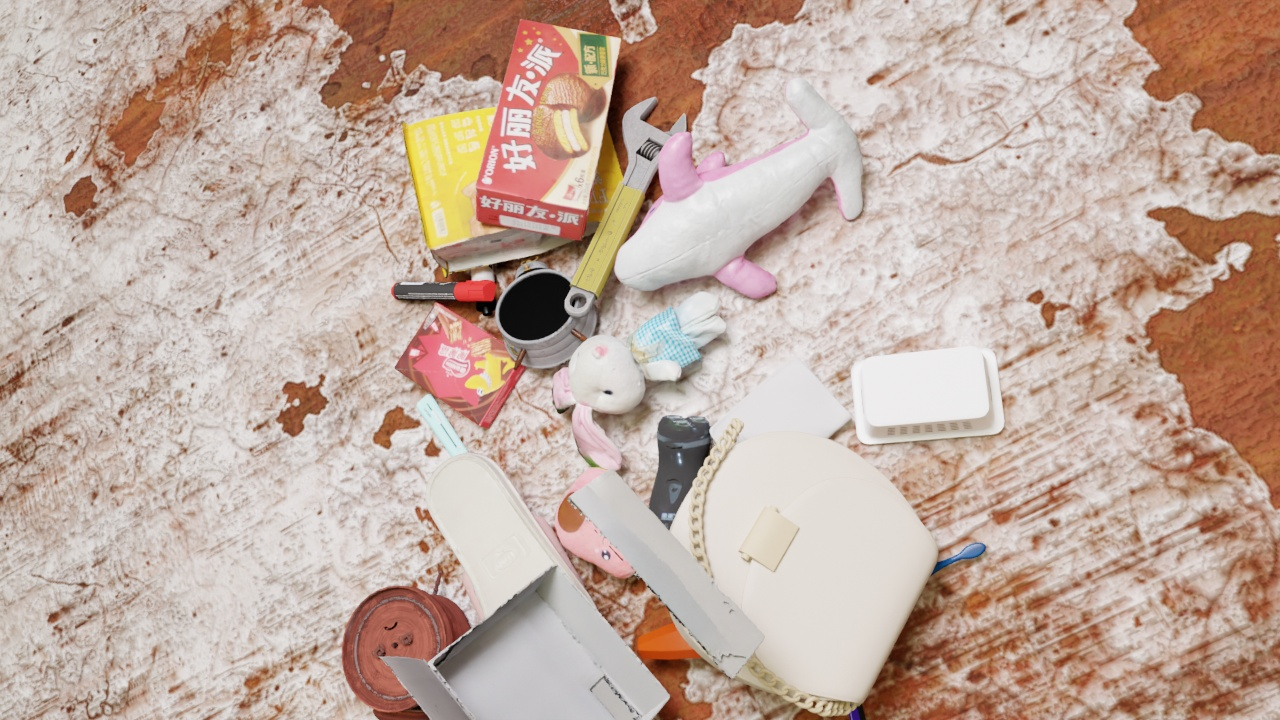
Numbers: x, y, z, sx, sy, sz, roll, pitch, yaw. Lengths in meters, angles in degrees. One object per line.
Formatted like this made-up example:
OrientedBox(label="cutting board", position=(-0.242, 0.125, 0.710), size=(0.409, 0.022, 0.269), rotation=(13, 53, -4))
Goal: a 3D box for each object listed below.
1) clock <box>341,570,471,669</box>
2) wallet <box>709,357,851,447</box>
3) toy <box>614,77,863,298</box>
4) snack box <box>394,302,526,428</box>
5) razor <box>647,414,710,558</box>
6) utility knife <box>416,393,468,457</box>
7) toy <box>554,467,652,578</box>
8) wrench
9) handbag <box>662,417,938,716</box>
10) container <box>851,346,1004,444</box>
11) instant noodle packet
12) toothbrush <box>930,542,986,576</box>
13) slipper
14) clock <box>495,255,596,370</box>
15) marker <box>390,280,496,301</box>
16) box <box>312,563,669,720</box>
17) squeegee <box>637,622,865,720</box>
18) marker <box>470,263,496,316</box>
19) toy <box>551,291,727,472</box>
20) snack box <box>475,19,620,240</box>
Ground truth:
OrientedBox(label="clock", position=(-0.223, 0.300, 0.913), size=(0.121, 0.072, 0.157), rotation=(-26, 69, 11))
OrientedBox(label="wallet", position=(0.132, 0.061, 0.875), size=(0.116, 0.032, 0.086), rotation=(-38, 79, 5))
OrientedBox(label="toy", position=(0.087, -0.163, 0.913), size=(0.266, 0.187, 0.127), rotation=(-29, 28, 12))
OrientedBox(label="snack box", position=(-0.196, 0.004, 1.005), size=(0.133, 0.021, 0.089), rotation=(30, 87, 23))
OrientedBox(label="razor", position=(0.034, 0.117, 0.870), size=(0.053, 0.064, 0.140), rotation=(1, 65, 18))
OrientedBox(label="utility knife", position=(-0.203, 0.089, 0.991), size=(0.022, 0.015, 0.129), rotation=(-29, 67, -24))
OrientedBox(label="toy", position=(-0.031, 0.161, 0.892), size=(0.110, 0.051, 0.090), rotation=(38, 96, 20))
OrientedBox(label="wrench", position=(-0.019, -0.163, 0.958), size=(0.084, 0.018, 0.272), rotation=(19, 70, 15))
OrientedBox(label="handbag", position=(0.127, 0.174, 0.784), size=(0.208, 0.103, 0.210), rotation=(31, 74, 9))
OrientedBox(label="container", position=(0.256, 0.028, 0.827), size=(0.129, 0.049, 0.080), rotation=(-7, 75, 17))
OrientedBox(label="instant noodle packet", position=(-0.132, -0.197, 1.002), size=(0.221, 0.084, 0.163), rotation=(-13, 68, -6))
OrientedBox(label="toothbrush", position=(0.242, 0.191, 0.812), size=(0.135, 0.017, 0.021), rotation=(-28, 65, 13))
OrientedBox(label="slipper", position=(-0.120, 0.214, 0.907), size=(0.114, 0.054, 0.274), rotation=(-32, 78, 5))
OrientedBox(label="clock", position=(-0.104, -0.056, 0.968), size=(0.104, 0.056, 0.147), rotation=(-21, 58, 5))
OrientedBox(label="marker", position=(-0.221, -0.078, 1.018), size=(0.145, 0.021, 0.023), rotation=(3, 55, 33))
OrientedBox(label="box", position=(-0.101, 0.270, 0.682), size=(0.150, 0.369, 0.167), rotation=(-44, 79, 3))
OrientedBox(label="squeegee", position=(0.088, 0.243, 0.828), size=(0.185, 0.055, 0.249), rotation=(-13, 73, 7))
OrientedBox(label="marker", position=(-0.178, -0.109, 1.025), size=(0.025, 0.025, 0.125), rotation=(-14, 72, 15))
OrientedBox(label="toy", position=(-0.005, 0.005, 0.891), size=(0.205, 0.105, 0.131), rotation=(-36, 64, 8))
OrientedBox(label="snack box", position=(-0.094, -0.245, 0.961), size=(0.113, 0.060, 0.235), rotation=(10, 62, -3))
